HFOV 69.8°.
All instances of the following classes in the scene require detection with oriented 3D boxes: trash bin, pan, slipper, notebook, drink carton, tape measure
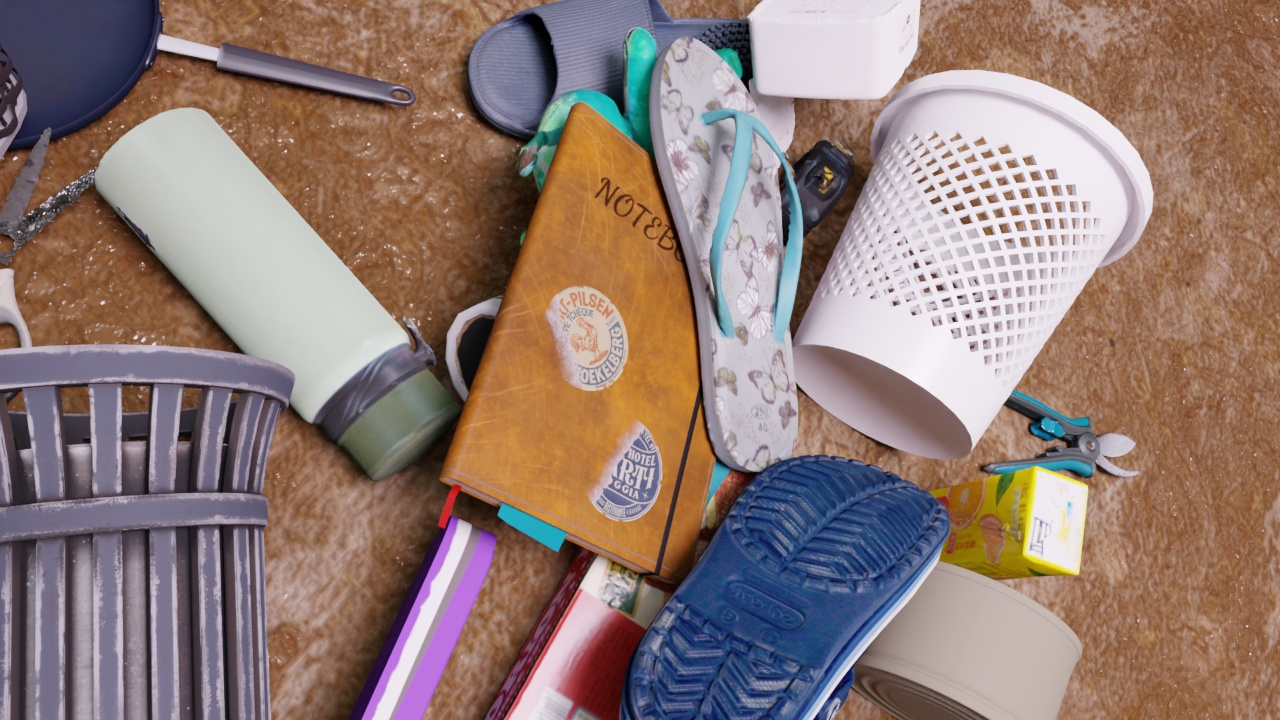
[{"bbox_3d":[-0.241,0.123,0.421,0.164,0.165,0.227,-3,78,-20],"label":"trash bin"},{"bbox_3d":[0.206,-0.052,0.627,0.195,0.196,0.199,35,75,-7],"label":"trash bin"},{"bbox_3d":[-0.320,-0.200,0.564,0.356,0.021,0.198,9,71,-16],"label":"pan"},{"bbox_3d":[0.075,0.140,0.498,0.105,0.095,0.252,26,38,29],"label":"slipper"},{"bbox_3d":[-0.004,0.001,0.524,0.178,0.014,0.248,32,60,-32],"label":"notebook"},{"bbox_3d":[0.008,-0.223,0.655,0.263,0.083,0.101,-11,77,-24],"label":"slipper"},{"bbox_3d":[0.069,-0.067,0.555,0.098,0.055,0.268,-8,88,-43],"label":"slipper"},{"bbox_3d":[0.224,0.111,0.599,0.043,0.135,0.058,20,70,-10],"label":"drink carton"},{"bbox_3d":[-0.116,0.217,0.467,0.084,0.107,0.265,27,62,-10],"label":"slipper"},{"bbox_3d":[0.120,-0.119,0.669,0.042,0.073,0.071,40,36,-9],"label":"tape measure"}]

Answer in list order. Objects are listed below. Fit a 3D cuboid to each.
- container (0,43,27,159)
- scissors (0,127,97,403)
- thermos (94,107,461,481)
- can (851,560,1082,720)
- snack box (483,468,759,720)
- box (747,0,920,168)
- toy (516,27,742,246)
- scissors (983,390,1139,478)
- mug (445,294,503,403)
[{"bbox_3d":[-0.442,-0.121,0.358,0.247,0.244,0.245,22,74,-9],"label":"container"},{"bbox_3d":[-0.364,-0.050,0.500,0.162,0.013,0.158,-10,85,-18],"label":"scissors"},{"bbox_3d":[-0.198,-0.035,0.527,0.231,0.082,0.082,48,65,0],"label":"thermos"},{"bbox_3d":[0.196,0.187,0.570,0.128,0.128,0.073,34,67,-7],"label":"can"},{"bbox_3d":[0.011,0.151,0.552,0.113,0.060,0.235,34,66,-7],"label":"snack box"},{"bbox_3d":[0.122,-0.189,0.645,0.128,0.137,0.108,9,37,25],"label":"box"},{"bbox_3d":[-0.005,-0.142,0.596,0.193,0.131,0.072,-30,50,-23],"label":"toy"},{"bbox_3d":[0.319,0.064,0.711,0.156,0.019,0.124,46,66,0],"label":"scissors"},{"bbox_3d":[-0.061,0.004,0.557,0.073,0.105,0.089,22,29,24],"label":"mug"}]
